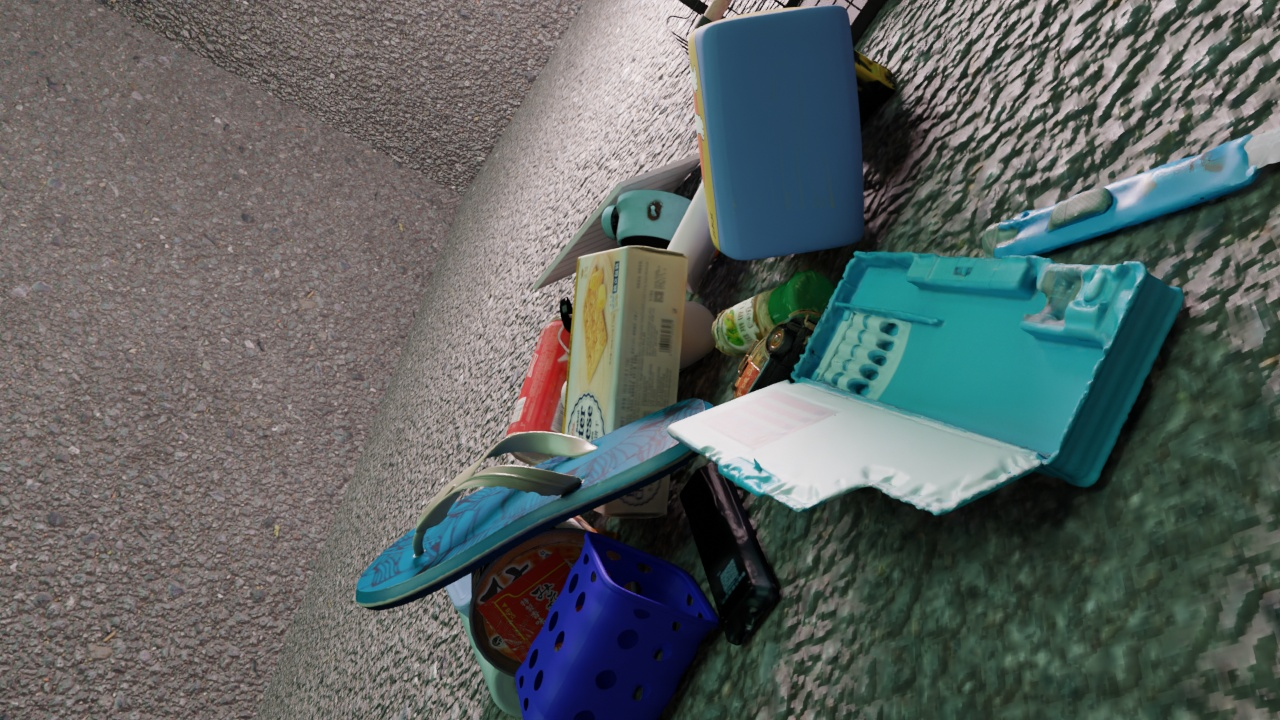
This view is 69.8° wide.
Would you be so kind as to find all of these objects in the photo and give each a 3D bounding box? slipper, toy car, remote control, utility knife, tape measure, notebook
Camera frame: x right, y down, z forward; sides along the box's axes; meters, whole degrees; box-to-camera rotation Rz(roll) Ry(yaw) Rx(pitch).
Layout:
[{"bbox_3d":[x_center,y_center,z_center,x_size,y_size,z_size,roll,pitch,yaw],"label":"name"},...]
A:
[{"bbox_3d":[-0.085,0.086,0.651,0.295,0.060,0.118,-26,12,14],"label":"slipper"},{"bbox_3d":[0.087,0.014,0.605,0.112,0.047,0.047,-60,22,11],"label":"toy car"},{"bbox_3d":[0.052,0.118,0.600,0.047,0.022,0.150,-57,20,16],"label":"remote control"},{"bbox_3d":[0.222,-0.074,0.423,0.175,0.015,0.031,-20,52,62],"label":"utility knife"},{"bbox_3d":[0.150,-0.208,0.706,0.067,0.062,0.038,-47,25,43],"label":"tape measure"},{"bbox_3d":[-0.027,-0.158,1.056,0.142,0.009,0.210,-30,-7,-42],"label":"notebook"}]

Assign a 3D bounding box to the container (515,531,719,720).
[{"bbox_3d":[-0.019,0.189,0.598,0.113,0.085,0.084,-62,18,7],"label":"container"}]

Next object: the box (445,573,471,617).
[{"bbox_3d":[-0.102,0.139,0.854,0.209,0.034,0.127,-43,19,-6],"label":"box"}]

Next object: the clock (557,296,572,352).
[{"bbox_3d":[-0.029,-0.046,0.916,0.121,0.091,0.042,-45,13,15],"label":"clock"}]

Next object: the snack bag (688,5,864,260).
[{"bbox_3d":[0.088,-0.169,0.675,0.205,0.102,0.159,-99,1,-73],"label":"snack bag"}]

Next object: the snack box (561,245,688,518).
[{"bbox_3d":[-0.017,0.016,0.745,0.104,0.057,0.208,5,90,64],"label":"snack box"}]

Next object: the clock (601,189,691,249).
[{"bbox_3d":[0.010,-0.135,0.938,0.124,0.090,0.053,-17,60,64],"label":"clock"}]

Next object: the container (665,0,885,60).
[{"bbox_3d":[0.117,-0.345,0.862,0.163,0.130,0.241,-55,21,22],"label":"container"}]

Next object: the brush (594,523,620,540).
[{"bbox_3d":[-0.058,0.175,0.817,0.127,0.017,0.048,-26,41,60],"label":"brush"}]

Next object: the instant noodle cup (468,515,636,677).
[{"bbox_3d":[-0.081,0.161,0.717,0.124,0.123,0.122,-61,24,6],"label":"instant noodle cup"}]

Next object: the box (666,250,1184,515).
[{"bbox_3d":[0.127,0.018,0.465,0.181,0.071,0.227,-43,17,-8],"label":"box"}]

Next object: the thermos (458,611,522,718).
[{"bbox_3d":[-0.119,0.243,0.816,0.207,0.065,0.078,-167,86,-70],"label":"thermos"}]

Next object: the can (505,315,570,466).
[{"bbox_3d":[-0.099,0.033,1.030,0.067,0.067,0.169,-36,33,53],"label":"can"}]

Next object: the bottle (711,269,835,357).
[{"bbox_3d":[0.093,-0.031,0.655,0.111,0.043,0.043,-24,44,62],"label":"bottle"}]

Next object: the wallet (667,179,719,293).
[{"bbox_3d":[0.045,-0.095,0.812,0.115,0.037,0.118,-63,-6,0],"label":"wallet"}]

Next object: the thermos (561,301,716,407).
[{"bbox_3d":[-0.005,0.005,0.846,0.225,0.052,0.052,-33,35,56],"label":"thermos"}]
